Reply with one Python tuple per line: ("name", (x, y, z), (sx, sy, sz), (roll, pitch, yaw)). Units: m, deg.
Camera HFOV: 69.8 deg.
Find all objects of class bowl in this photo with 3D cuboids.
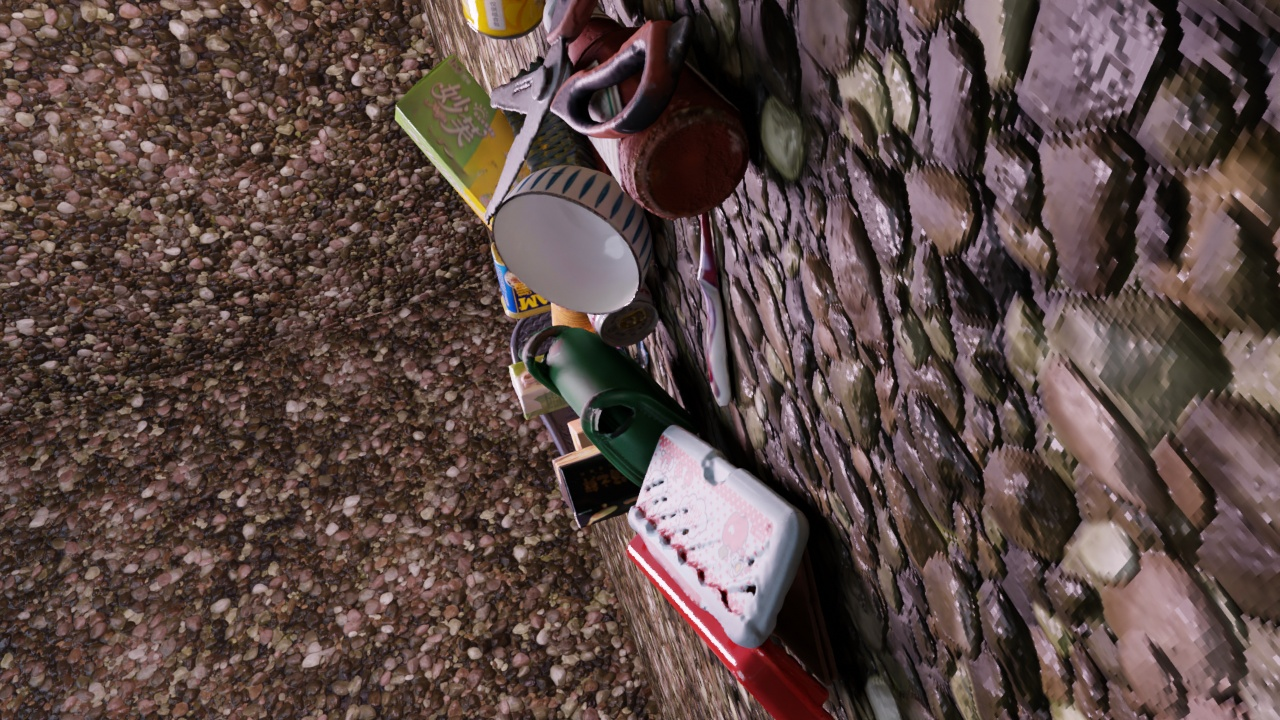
("bowl", (-0.042, -0.096, 0.668), (0.117, 0.116, 0.066), (82, -153, -49))

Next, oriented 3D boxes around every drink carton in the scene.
("drink carton", (-0.073, 0.014, 0.967), (0.046, 0.122, 0.053), (83, 167, -46))

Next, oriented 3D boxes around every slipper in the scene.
("slipper", (-0.082, 0.049, 1.154), (0.083, 0.110, 0.268), (85, 161, -67))

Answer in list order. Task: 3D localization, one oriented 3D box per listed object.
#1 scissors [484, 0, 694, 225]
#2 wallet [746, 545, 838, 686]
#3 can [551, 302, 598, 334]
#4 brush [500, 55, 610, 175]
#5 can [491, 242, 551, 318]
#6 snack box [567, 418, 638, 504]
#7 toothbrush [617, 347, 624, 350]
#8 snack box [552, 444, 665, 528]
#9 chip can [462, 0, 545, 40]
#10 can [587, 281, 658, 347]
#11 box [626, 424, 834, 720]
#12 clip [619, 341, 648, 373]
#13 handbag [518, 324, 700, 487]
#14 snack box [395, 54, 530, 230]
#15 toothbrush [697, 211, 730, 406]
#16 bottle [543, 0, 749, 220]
("scissors", (-0.033, -0.137, 0.428), (0.226, 0.015, 0.188), (-62, 35, 34))
("wallet", (0.087, 0.137, 0.583), (0.115, 0.020, 0.101), (-146, 39, -71))
("can", (-0.067, -0.060, 0.990), (0.146, 0.058, 0.058), (106, 145, -74))
("brush", (-0.062, -0.174, 0.751), (0.069, 0.063, 0.145), (26, -145, -57))
("can", (-0.120, -0.106, 1.079), (0.083, 0.102, 0.057), (83, 167, -46))
("snack box", (-0.028, 0.105, 1.020), (0.094, 0.077, 0.093), (-161, 54, -79))
("toothbrush", (-0.024, -0.024, 0.892), (0.017, 0.014, 0.189), (33, -139, -62))
("snack box", (-0.014, 0.097, 0.809), (0.126, 0.113, 0.053), (165, 87, -81))
("chip can", (-0.109, -0.330, 0.662), (0.214, 0.072, 0.072), (93, 157, -68))
("can", (-0.031, -0.074, 0.753), (0.053, 0.053, 0.132), (82, 166, -51))
("box", (0.045, 0.132, 0.573), (0.201, 0.074, 0.154), (-151, 49, -67))
("clip", (-0.003, 0.006, 0.861), (0.058, 0.043, 0.027), (71, 173, -55))
("handbag", (-0.027, 0.032, 0.717), (0.120, 0.068, 0.131), (33, -171, -43))
("snack box", (-0.136, -0.173, 0.863), (0.210, 0.070, 0.158), (49, 175, -17))
("toothbrush", (0.036, -0.044, 0.526), (0.016, 0.017, 0.188), (-119, 14, -50))
("bottle", (-0.009, -0.143, 0.466), (0.206, 0.059, 0.060), (-118, 13, -47))
